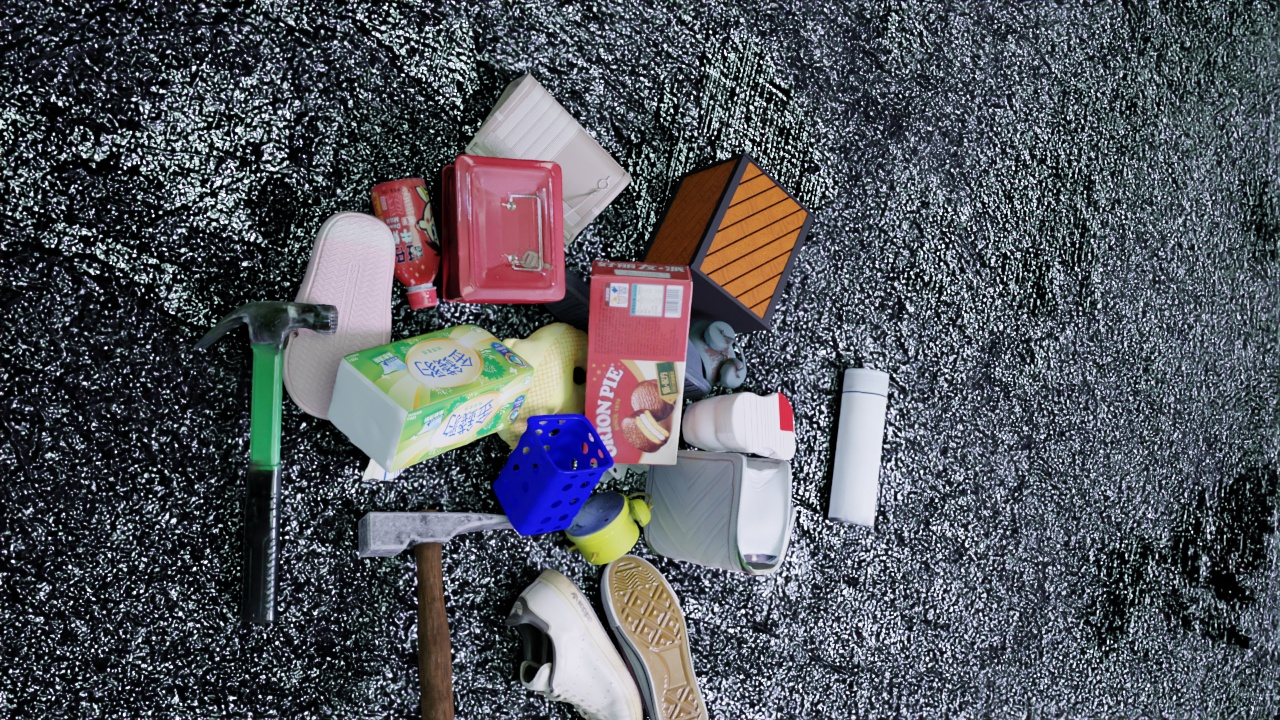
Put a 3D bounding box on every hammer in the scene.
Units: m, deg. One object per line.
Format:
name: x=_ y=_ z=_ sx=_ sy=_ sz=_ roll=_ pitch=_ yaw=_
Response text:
hammer: x=-0.373 y=0.100 z=0.908 sx=0.130 sy=0.032 sz=0.319 roll=2 pitch=93 yaw=-5
hammer: x=-0.183 y=0.307 z=0.978 sx=0.217 sy=0.037 sz=0.300 roll=6 pitch=63 yaw=-32

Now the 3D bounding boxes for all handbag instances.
handbag: x=0.094 y=0.184 z=1.133 sx=0.096 sy=0.199 sz=0.142 roll=9 pitch=84 yaw=-34
handbag: x=-0.137 y=-0.205 z=1.094 sx=0.175 sy=0.062 sz=0.197 roll=42 pitch=75 yaw=-24

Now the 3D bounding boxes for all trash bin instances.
trash bin: x=0.105 y=-0.144 z=1.189 sx=0.139 sy=0.140 sz=0.171 roll=35 pitch=70 yaw=-27

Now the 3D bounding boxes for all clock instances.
clock: x=0.090 y=-0.004 z=1.180 sx=0.053 sy=0.124 sz=0.090 roll=-28 pitch=102 yaw=-29
clock: x=-0.036 y=0.195 z=1.115 sx=0.118 sy=0.083 sz=0.057 roll=-38 pitch=113 yaw=-25

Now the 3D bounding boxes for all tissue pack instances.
tissue pack: x=-0.224 y=0.058 z=0.965 sx=0.197 sy=0.120 sz=0.142 roll=-14 pitch=135 yaw=-49

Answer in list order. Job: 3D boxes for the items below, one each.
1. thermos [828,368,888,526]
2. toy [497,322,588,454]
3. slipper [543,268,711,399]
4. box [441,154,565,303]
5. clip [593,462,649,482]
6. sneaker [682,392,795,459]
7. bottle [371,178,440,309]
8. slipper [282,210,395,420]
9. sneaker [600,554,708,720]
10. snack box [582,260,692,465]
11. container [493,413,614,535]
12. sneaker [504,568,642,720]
thermos: x=0.325 y=0.128 z=1.366 sx=0.067 sy=0.068 sz=0.230 roll=13 pitch=81 yaw=-32
toy: x=-0.115 y=0.032 z=1.084 sx=0.155 sy=0.065 sz=0.170 roll=42 pitch=71 yaw=-40
slipper: x=-0.013 y=-0.046 z=1.140 sx=0.263 sy=0.101 sz=0.082 roll=37 pitch=61 yaw=-20
box: x=-0.154 y=-0.139 z=1.018 sx=0.137 sy=0.127 sz=0.157 roll=0 pitch=90 yaw=-23
clip: x=-0.037 y=0.127 z=1.159 sx=0.101 sy=0.044 sz=0.054 roll=44 pitch=54 yaw=-23
sneaker: x=0.128 y=0.090 z=1.229 sx=0.236 sy=0.104 sz=0.090 roll=10 pitch=77 yaw=-60
bottle: x=-0.250 y=-0.125 z=1.000 sx=0.061 sy=0.062 sz=0.137 roll=-16 pitch=97 yaw=-33
slipper: x=-0.313 y=-0.046 z=0.958 sx=0.106 sy=0.056 sz=0.221 roll=9 pitch=94 yaw=-25
sneaker: x=0.011 y=0.361 z=1.139 sx=0.118 sy=0.088 sz=0.241 roll=-14 pitch=74 yaw=-21
snack box: x=-0.006 y=0.006 z=1.064 sx=0.113 sy=0.060 sz=0.237 roll=2 pitch=113 yaw=-3
container: x=-0.101 y=0.130 z=1.041 sx=0.085 sy=0.114 sz=0.084 roll=-1 pitch=45 yaw=-41
sneaker: x=-0.082 y=0.369 z=1.071 sx=0.102 sy=0.089 sz=0.241 roll=-32 pitch=101 yaw=-39
